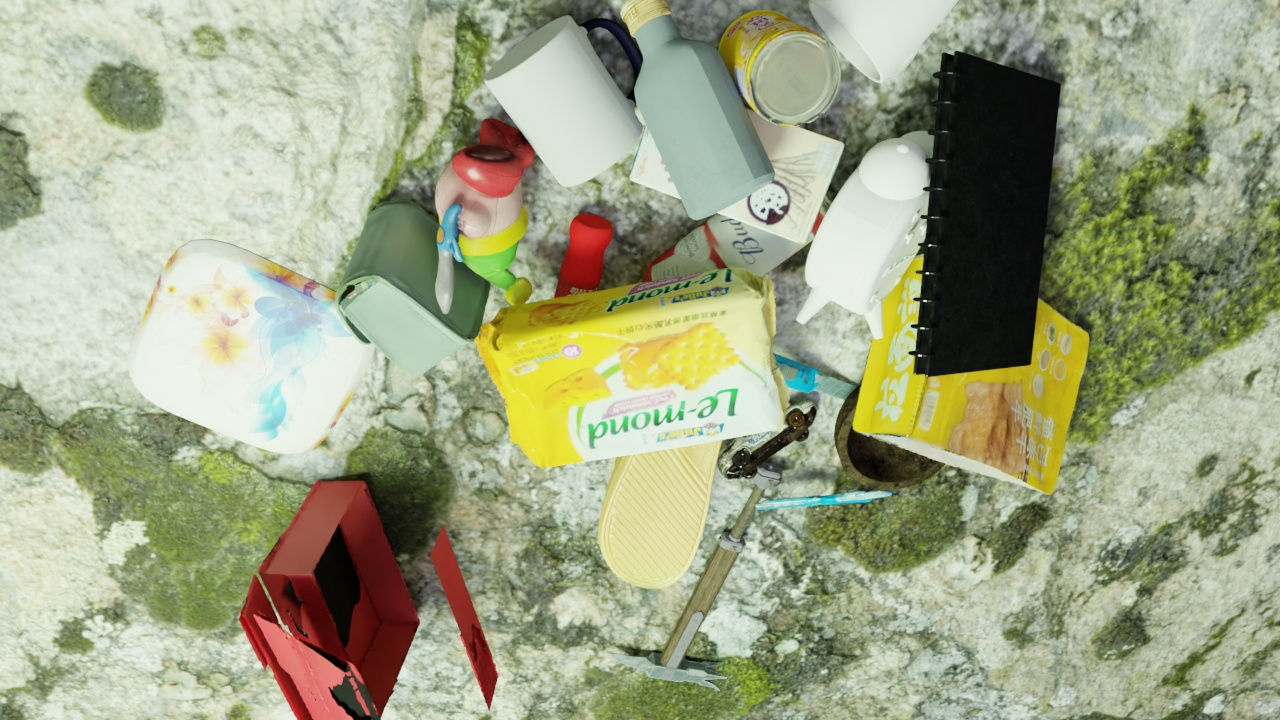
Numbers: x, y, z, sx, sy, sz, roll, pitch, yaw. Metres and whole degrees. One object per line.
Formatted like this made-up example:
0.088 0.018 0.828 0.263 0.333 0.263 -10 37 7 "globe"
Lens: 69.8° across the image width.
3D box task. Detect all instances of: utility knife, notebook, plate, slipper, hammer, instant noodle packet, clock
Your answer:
0.131 0.008 0.843 0.209 0.015 0.031 16 106 -33 "utility knife"
0.268 -0.107 0.709 0.168 0.019 0.231 -4 100 -41 "notebook"
-0.346 -0.002 0.814 0.187 0.016 0.187 27 115 -20 "plate"
0.024 0.085 0.871 0.099 0.078 0.263 14 102 -16 "slipper"
0.075 0.234 0.992 0.147 0.028 0.318 14 119 -14 "hammer"
0.310 0.018 0.816 0.221 0.084 0.163 19 80 -26 "instant noodle packet"
0.196 -0.100 0.735 0.073 0.125 0.161 33 122 20 "clock"

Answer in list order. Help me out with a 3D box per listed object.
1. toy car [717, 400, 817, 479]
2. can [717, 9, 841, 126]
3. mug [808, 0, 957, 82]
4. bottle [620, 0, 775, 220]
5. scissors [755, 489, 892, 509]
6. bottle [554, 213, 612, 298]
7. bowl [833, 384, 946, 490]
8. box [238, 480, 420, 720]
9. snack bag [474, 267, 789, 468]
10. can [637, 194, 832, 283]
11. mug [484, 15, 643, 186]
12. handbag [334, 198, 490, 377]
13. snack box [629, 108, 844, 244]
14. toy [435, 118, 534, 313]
0.122 0.074 0.888 0.113 0.040 0.048 -35 154 -1 "toy car"
0.099 -0.216 0.674 0.067 0.105 0.068 -4 118 -7 "can"
0.190 -0.259 0.682 0.088 0.081 0.114 -43 147 12 "mug"
0.034 -0.190 0.670 0.072 0.046 0.161 -24 92 46 "bottle"
0.178 0.143 0.929 0.141 0.014 0.090 -7 167 -2 "scissors"
-0.054 -0.066 0.792 0.036 0.036 0.119 10 120 -11 "bottle"
0.241 0.059 0.883 0.121 0.056 0.121 -3 118 -6 "bowl"
-0.271 0.277 0.821 0.124 0.315 0.211 -15 121 -9 "box"
-0.004 0.004 0.750 0.247 0.068 0.160 -9 136 4 "snack bag"
0.080 -0.094 0.769 0.170 0.067 0.067 -36 118 16 "can"
-0.045 -0.205 0.692 0.111 0.079 0.097 -44 119 -12 "mug"
-0.183 -0.059 0.733 0.067 0.121 0.106 -32 122 23 "handbag"
0.073 -0.154 0.712 0.150 0.026 0.082 23 105 10 "snack box"
-0.116 -0.104 0.711 0.097 0.124 0.132 18 121 -11 "toy"
